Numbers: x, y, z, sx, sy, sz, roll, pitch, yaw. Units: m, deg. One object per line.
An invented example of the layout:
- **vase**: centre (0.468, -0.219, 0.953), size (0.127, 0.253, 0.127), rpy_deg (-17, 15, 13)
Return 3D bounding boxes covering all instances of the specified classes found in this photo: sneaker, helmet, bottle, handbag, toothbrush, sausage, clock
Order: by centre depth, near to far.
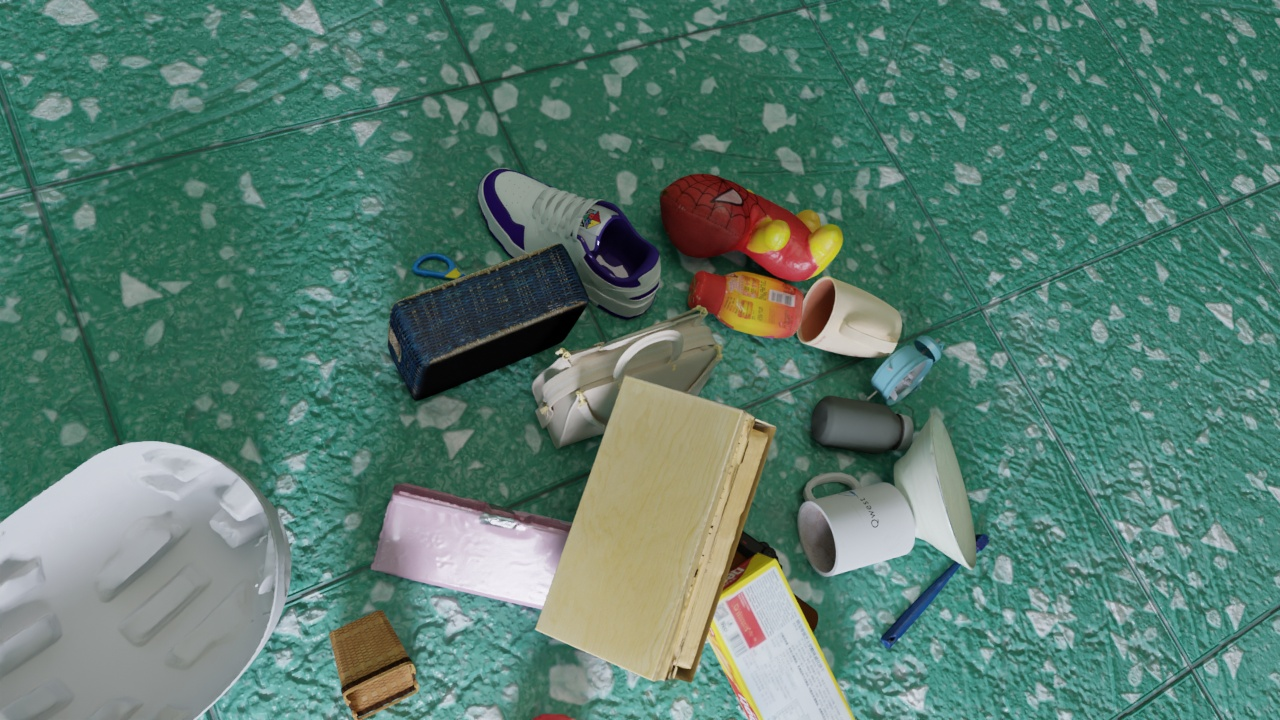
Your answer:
- **helmet**: centre (-0.429, 0.210, 0.762), size (0.224, 0.184, 0.281), rpy_deg (35, 58, 6)
- **handbag**: centre (-0.006, 0.006, 0.948), size (0.194, 0.198, 0.101), rpy_deg (-18, 75, -21)
- **sausage**: centre (0.124, 0.243, 0.967), size (0.155, 0.040, 0.040), rpy_deg (38, 64, -14)
- **sneaker**: centre (-0.078, -0.147, 1.034), size (0.244, 0.111, 0.091), rpy_deg (35, 65, -1)
- **toothbrush**: centre (0.339, 0.260, 1.047), size (0.189, 0.017, 0.016), rpy_deg (-37, 83, -24)
- **bottle**: centre (0.259, 0.077, 1.070), size (0.108, 0.060, 0.060), rpy_deg (10, 68, -11)
- **bottle**: centre (0.124, -0.070, 1.095), size (0.134, 0.049, 0.071), rpy_deg (13, 69, -10)
- **clock**: centre (0.324, 0.012, 1.096), size (0.122, 0.088, 0.042), rpy_deg (-23, 58, -35)

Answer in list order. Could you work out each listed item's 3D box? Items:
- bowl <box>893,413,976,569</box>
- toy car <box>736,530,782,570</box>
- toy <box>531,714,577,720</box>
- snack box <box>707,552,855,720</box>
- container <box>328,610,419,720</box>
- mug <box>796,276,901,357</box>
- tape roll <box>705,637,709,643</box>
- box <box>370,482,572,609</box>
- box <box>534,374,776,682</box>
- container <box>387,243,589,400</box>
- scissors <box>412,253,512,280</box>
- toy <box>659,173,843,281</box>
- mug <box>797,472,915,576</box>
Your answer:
- **bowl**: centre (0.327, 0.151, 1.038), size (0.058, 0.176, 0.176), rpy_deg (-16, 69, 25)
- **toy car**: centre (0.112, 0.203, 0.994), size (0.091, 0.042, 0.036), rpy_deg (35, 87, -1)
- **toy**: centre (-0.093, 0.397, 0.857), size (0.092, 0.062, 0.132), rpy_deg (37, 82, 14)
- **snack box**: centre (0.134, 0.304, 0.925), size (0.092, 0.042, 0.200), rpy_deg (-29, 98, -18)
- **container**: centre (-0.244, 0.276, 0.834), size (0.063, 0.114, 0.061), rpy_deg (-21, 64, -22)
- **mug**: centre (0.258, -0.040, 1.091), size (0.104, 0.111, 0.085), rpy_deg (16, 109, -19)
- **tape roll**: centre (0.055, 0.252, 0.970), size (0.094, 0.019, 0.094), rpy_deg (5, 68, -13)
- **box**: centre (-0.145, 0.188, 0.932), size (0.232, 0.080, 0.099), rpy_deg (14, 102, -9)
- **box**: centre (0.031, 0.160, 0.863), size (0.179, 0.142, 0.248), rpy_deg (26, 81, -46)
- **container**: centre (-0.159, -0.036, 0.951), size (0.187, 0.146, 0.071), rpy_deg (-23, 81, -22)
- **scissors**: centre (-0.192, -0.079, 1.031), size (0.131, 0.018, 0.109), rpy_deg (8, 71, -11)
- **toy**: centre (0.123, -0.159, 1.092), size (0.216, 0.147, 0.099), rpy_deg (13, 101, -12)
- **mug**: centre (0.230, 0.173, 1.023), size (0.096, 0.083, 0.119), rpy_deg (-11, 44, -19)
